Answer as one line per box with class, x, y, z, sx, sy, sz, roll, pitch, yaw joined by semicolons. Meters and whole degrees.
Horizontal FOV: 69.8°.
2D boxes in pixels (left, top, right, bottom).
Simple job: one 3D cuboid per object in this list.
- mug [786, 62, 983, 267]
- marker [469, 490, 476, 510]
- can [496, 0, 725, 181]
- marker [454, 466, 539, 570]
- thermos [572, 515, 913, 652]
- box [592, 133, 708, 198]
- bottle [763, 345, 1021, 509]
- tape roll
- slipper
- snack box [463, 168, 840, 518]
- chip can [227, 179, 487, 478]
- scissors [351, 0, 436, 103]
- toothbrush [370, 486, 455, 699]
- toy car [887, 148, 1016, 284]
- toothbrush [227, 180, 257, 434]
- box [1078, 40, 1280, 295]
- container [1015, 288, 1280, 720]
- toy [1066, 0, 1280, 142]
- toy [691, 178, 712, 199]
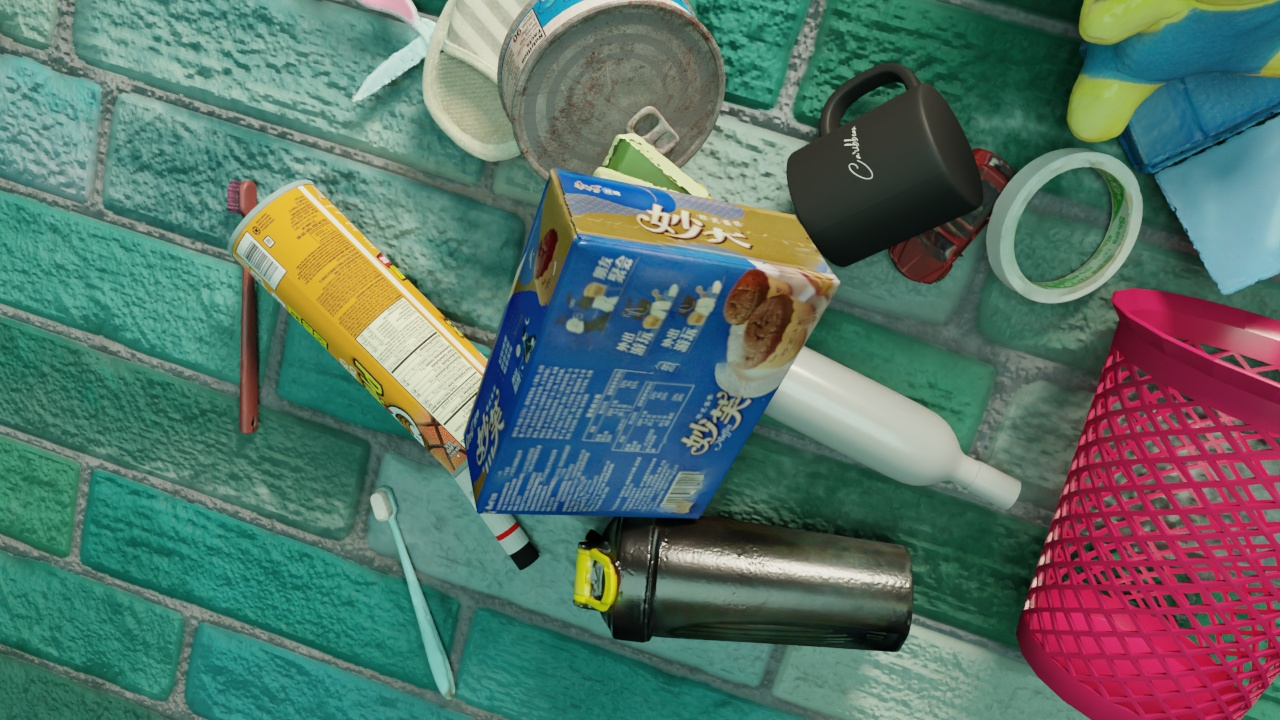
mug;0.143;-0.124;0.551;0.088;0.078;0.113;-23;61;35
marker;-0.061;0.073;0.653;0.133;0.020;0.017;-26;74;4
can;-0.017;-0.163;0.550;0.130;0.044;0.130;-13;140;-11
marker;-0.123;0.091;0.678;0.019;0.019;0.145;-32;96;15
thermos;0.067;0.150;0.623;0.221;0.098;0.098;6;103;5
box;-0.028;-0.042;0.575;0.077;0.090;0.188;29;124;-2
bottle;0.155;0.044;0.603;0.195;0.052;0.052;27;105;3
tape roll;0.258;-0.081;0.558;0.093;0.018;0.094;-5;113;-11
slipper;-0.036;-0.242;0.564;0.114;0.054;0.273;38;105;-9
snack box;-0.003;0.003;0.540;0.155;0.069;0.203;6;130;-24
chip can;-0.177;-0.021;0.633;0.215;0.075;0.075;45;105;-2
scissors;-0.131;-0.232;0.601;0.172;0.013;0.170;-30;103;10
toothbrush;-0.175;0.183;0.710;0.016;0.016;0.181;-14;101;11
toy car;0.196;-0.089;0.577;0.042;0.036;0.091;38;111;-1
toothbrush;-0.294;-0.038;0.680;0.016;0.016;0.190;8;104;12
box;0.399;-0.164;0.520;0.232;0.047;0.177;-26;89;14
container;0.325;0.097;0.534;0.183;0.182;0.226;16;112;6
toy;0.274;-0.202;0.424;0.149;0.214;0.083;-14;64;18
toy;0.006;-0.077;0.608;0.084;0.046;0.103;44;101;12
